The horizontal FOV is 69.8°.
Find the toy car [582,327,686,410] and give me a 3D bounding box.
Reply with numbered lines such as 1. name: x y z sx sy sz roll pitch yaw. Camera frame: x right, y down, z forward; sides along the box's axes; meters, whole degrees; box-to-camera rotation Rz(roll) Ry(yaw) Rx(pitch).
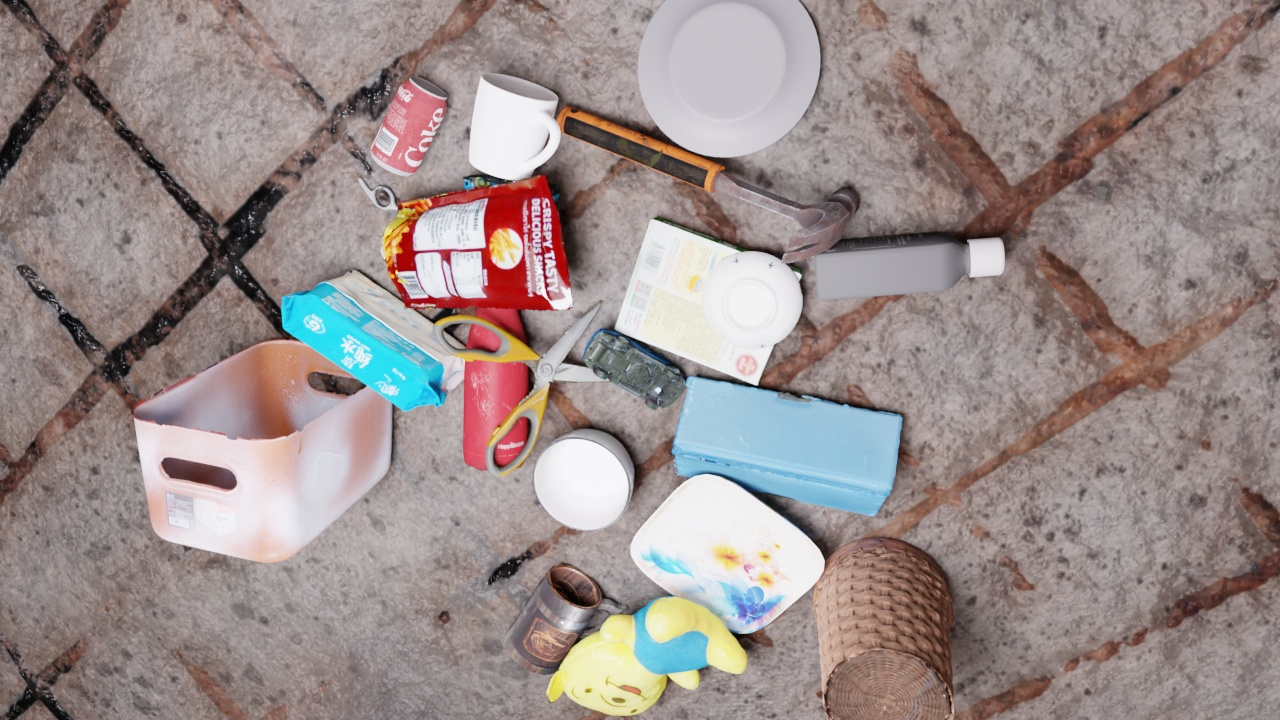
1. toy car: -0.006 0.006 1.007 0.120 0.043 0.056 30 107 -15

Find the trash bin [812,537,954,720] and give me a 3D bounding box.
1. trash bin: 0.250 0.297 0.946 0.151 0.209 0.151 4 108 13

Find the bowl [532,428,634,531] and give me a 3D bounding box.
1. bowl: -0.059 0.130 1.050 0.116 0.065 0.116 4 108 12

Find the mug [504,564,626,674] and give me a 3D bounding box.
1. mug: -0.090 0.318 1.117 0.115 0.080 0.107 22 112 -24

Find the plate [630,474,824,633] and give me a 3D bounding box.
1. plate: 0.097 0.220 1.045 0.187 0.016 0.187 36 124 -2

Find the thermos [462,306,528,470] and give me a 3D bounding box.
1. thermos: -0.162 0.003 1.034 0.073 0.073 0.240 5 100 13

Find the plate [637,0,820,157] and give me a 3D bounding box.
1. plate: 0.085 -0.289 0.895 0.178 0.012 0.178 1 94 10

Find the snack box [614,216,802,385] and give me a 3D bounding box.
1. snack box: 0.070 -0.064 0.980 0.168 0.027 0.132 22 111 7

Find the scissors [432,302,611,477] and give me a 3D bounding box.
1. scissors: -0.124 0.025 1.003 0.225 0.016 0.229 12 95 -21

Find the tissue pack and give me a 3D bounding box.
1. tissue pack: -0.290 -0.022 1.037 0.209 0.116 0.066 33 115 3

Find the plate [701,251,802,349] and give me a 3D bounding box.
1. plate: 0.113 -0.059 0.942 0.104 0.026 0.104 3 106 12

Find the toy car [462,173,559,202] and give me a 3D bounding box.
1. toy car: -0.139 -0.182 0.987 0.105 0.048 0.032 10 111 10

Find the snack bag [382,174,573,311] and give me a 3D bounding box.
1. snack bag: -0.173 -0.116 0.964 0.208 0.066 0.139 -1 98 28

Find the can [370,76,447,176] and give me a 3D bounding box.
1. can: -0.249 -0.252 0.990 0.054 0.054 0.097 34 111 2

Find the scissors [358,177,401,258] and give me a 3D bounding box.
1. scissors: -0.247 -0.163 1.038 0.142 0.014 0.147 -23 99 22

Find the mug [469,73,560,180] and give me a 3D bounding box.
1. mug: -0.124 -0.232 0.942 0.114 0.080 0.088 38 121 33

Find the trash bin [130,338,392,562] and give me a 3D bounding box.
1. trash bin: -0.405 0.093 1.028 0.182 0.259 0.157 9 112 11

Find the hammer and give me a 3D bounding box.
1. hammer: 0.051 -0.183 0.911 0.314 0.137 0.035 25 129 15

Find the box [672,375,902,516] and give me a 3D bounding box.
1. box: 0.157 0.098 1.005 0.232 0.094 0.112 10 152 10

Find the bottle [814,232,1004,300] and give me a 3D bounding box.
1. bottle: 0.260 -0.095 0.894 0.174 0.083 0.046 -3 106 14

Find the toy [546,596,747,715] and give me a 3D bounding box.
1. toy: 0.002 0.349 1.078 0.149 0.083 0.214 37 120 -23
